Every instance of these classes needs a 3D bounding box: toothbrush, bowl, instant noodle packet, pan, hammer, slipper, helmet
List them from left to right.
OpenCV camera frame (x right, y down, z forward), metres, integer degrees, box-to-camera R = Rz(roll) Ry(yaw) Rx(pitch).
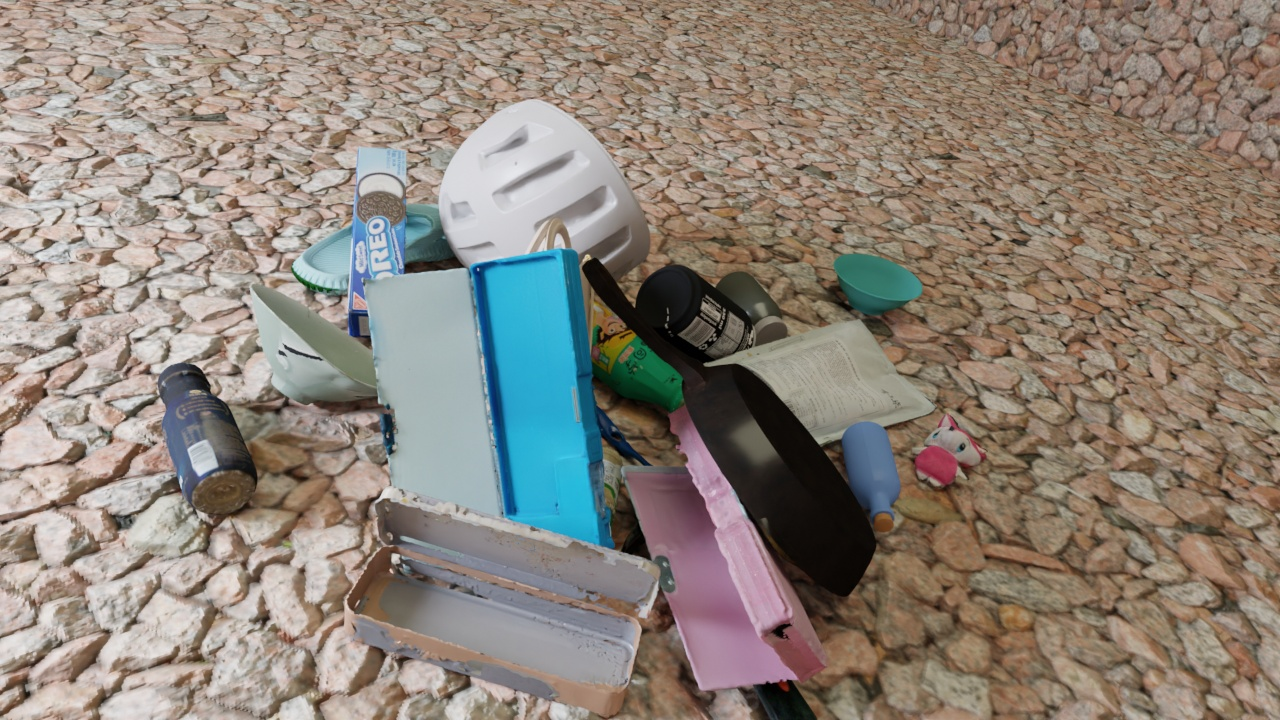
[{"bbox_3d":[-0.308,0.004,0.856,0.174,0.068,0.174,38,0,0],"label":"bowl"},{"bbox_3d":[-0.294,-0.153,1.102,0.116,0.070,0.275,26,36,24],"label":"slipper"},{"bbox_3d":[-0.106,-0.169,1.030,0.283,0.224,0.183,-1,45,43],"label":"helmet"},{"bbox_3d":[-0.018,0.081,0.899,0.021,0.016,0.132,-12,39,-33],"label":"toothbrush"},{"bbox_3d":[0.082,0.044,0.772,0.356,0.043,0.248,48,14,-10],"label":"pan"},{"bbox_3d":[0.091,0.229,0.706,0.132,0.033,0.333,-5,38,-27],"label":"hammer"},{"bbox_3d":[0.200,0.030,1.017,0.268,0.057,0.146,-13,59,-37],"label":"instant noodle packet"},{"bbox_3d":[0.312,-0.094,1.235,0.121,0.046,0.121,9,34,-6],"label":"bowl"}]

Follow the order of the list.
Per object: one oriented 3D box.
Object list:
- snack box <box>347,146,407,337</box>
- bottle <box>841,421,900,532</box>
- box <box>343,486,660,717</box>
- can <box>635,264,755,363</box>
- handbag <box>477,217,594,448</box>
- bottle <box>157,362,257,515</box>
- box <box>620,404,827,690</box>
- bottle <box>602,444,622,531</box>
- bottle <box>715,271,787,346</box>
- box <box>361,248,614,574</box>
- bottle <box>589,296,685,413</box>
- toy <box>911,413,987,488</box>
[{"bbox_3d":[-0.287,-0.133,1.007,0.059,0.060,0.226,3,59,-15],"label":"snack box"},{"bbox_3d":[0.228,0.117,0.898,0.048,0.048,0.131,11,34,-3],"label":"bottle"},{"bbox_3d":[-0.103,0.182,0.672,0.216,0.095,0.107,16,59,3],"label":"box"},{"bbox_3d":[0.062,-0.042,0.990,0.080,0.080,0.146,43,9,37],"label":"can"},{"bbox_3d":[-0.094,-0.038,0.857,0.101,0.198,0.194,14,24,6],"label":"handbag"},{"bbox_3d":[-0.369,0.061,0.771,0.056,0.056,0.161,-12,41,-32],"label":"bottle"},{"bbox_3d":[0.053,0.153,0.734,0.099,0.099,0.232,-29,43,5],"label":"box"},{"bbox_3d":[-0.040,0.120,0.810,0.042,0.043,0.109,13,32,-1],"label":"bottle"},{"bbox_3d":[0.134,-0.059,1.112,0.060,0.060,0.108,-4,37,-23],"label":"bottle"},{"bbox_3d":[-0.118,0.042,0.741,0.174,0.243,0.063,-7,2,3],"label":"box"},{"bbox_3d":[-0.006,0.006,0.963,0.210,0.068,0.067,35,40,30],"label":"bottle"},{"bbox_3d":[0.329,0.094,0.969,0.065,0.050,0.102,36,45,23],"label":"toy"}]
